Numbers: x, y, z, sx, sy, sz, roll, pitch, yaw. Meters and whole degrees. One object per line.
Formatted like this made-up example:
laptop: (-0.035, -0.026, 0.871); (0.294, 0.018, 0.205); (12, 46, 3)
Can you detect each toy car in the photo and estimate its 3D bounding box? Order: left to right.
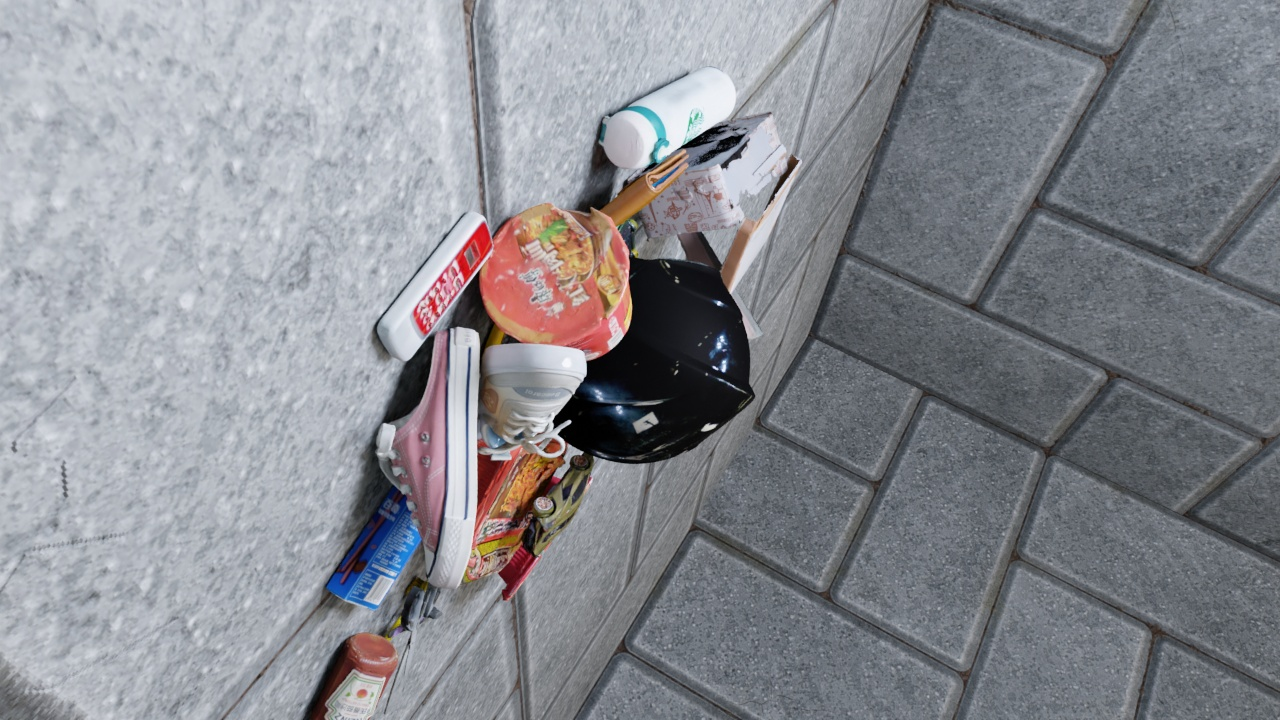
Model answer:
toy car: (-0.093, 0.167, 1.090); (0.157, 0.042, 0.070); (-53, 169, -47)
toy car: (-0.027, -0.134, 1.096); (0.043, 0.036, 0.091); (-54, 164, -27)

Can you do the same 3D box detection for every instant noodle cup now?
instant noodle cup: (-0.165, 0.155, 1.049); (0.189, 0.079, 0.164); (-62, 166, 1)
instant noodle cup: (-0.143, 0.218, 1.206); (0.194, 0.066, 0.194); (-54, 179, -2)
instant noodle cup: (-0.070, -0.062, 0.860); (0.137, 0.138, 0.108); (-60, 164, -10)

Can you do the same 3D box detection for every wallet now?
wallet: (-0.009, -0.171, 0.988); (0.131, 0.035, 0.118); (-32, -167, 38)

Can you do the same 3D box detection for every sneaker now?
sneaker: (-0.191, 0.088, 0.821); (0.118, 0.087, 0.241); (-134, -133, -74)
sneaker: (-0.113, 0.046, 0.858); (0.243, 0.089, 0.090); (146, -53, -68)

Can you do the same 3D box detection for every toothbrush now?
toothbrush: (-0.298, 0.326, 1.023); (0.189, 0.016, 0.016); (-57, 166, -18)
toothbrush: (-0.260, 0.304, 1.065); (0.189, 0.017, 0.014); (72, 41, -82)

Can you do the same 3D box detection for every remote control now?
remote control: (-0.168, -0.062, 0.765); (0.135, 0.020, 0.056); (-57, 166, -22)

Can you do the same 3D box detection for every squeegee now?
squeegee: (0.007, -0.059, 1.208); (0.250, 0.247, 0.040); (-43, 152, 29)

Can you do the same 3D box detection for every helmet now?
helmet: (-0.006, 0.006, 1.025); (0.275, 0.230, 0.233); (-38, 157, 15)

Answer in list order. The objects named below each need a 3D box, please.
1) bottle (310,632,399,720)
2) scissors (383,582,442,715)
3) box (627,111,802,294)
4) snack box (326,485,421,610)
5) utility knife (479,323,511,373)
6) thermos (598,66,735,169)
bottle: (-0.320, 0.385, 0.960); (0.206, 0.060, 0.059); (-63, 166, 6)
scissors: (-0.254, 0.308, 1.030); (0.160, 0.014, 0.174); (95, 16, -59)
box: (0.111, -0.181, 1.118); (0.182, 0.154, 0.181); (-49, 128, -43)
snack box: (-0.241, 0.169, 0.910); (0.157, 0.026, 0.085); (-59, 165, -16)
utility knife: (-0.127, -0.058, 0.924); (0.165, 0.015, 0.033); (-66, 168, 12)
thermos: (0.034, -0.264, 1.002); (0.223, 0.073, 0.073); (-45, 157, -50)
